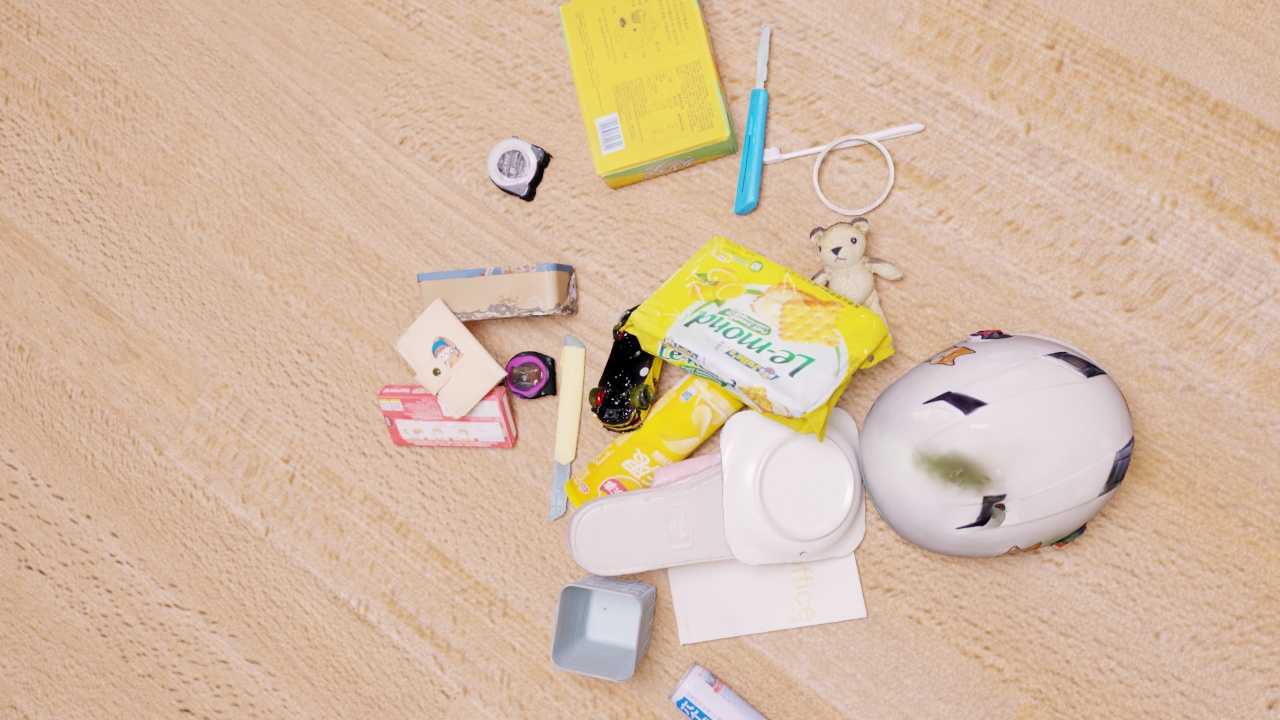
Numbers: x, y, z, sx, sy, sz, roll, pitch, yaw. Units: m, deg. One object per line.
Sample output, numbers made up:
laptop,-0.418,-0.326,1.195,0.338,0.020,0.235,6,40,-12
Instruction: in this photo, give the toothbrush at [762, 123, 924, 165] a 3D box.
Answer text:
toothbrush,0.222,-0.243,1.016,0.180,0.016,0.016,-9,79,13

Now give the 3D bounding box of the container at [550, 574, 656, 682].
container,-0.034,0.282,0.989,0.090,0.111,0.090,7,88,14

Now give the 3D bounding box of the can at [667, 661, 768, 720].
can,0.095,0.386,0.983,0.134,0.053,0.053,37,94,12

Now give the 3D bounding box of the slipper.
slipper,0.055,0.163,0.977,0.274,0.054,0.114,-13,94,-10

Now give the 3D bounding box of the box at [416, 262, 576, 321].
box,-0.169,-0.076,1.054,0.184,0.089,0.062,-1,92,11

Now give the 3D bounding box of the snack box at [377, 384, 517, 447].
snack box,-0.225,0.065,1.069,0.153,0.025,0.075,0,128,13

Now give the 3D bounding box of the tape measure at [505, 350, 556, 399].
tape measure,-0.128,0.017,1.064,0.058,0.039,0.057,-2,86,12

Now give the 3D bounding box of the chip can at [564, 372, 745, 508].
chip can,0.015,0.093,1.012,0.213,0.072,0.072,-43,79,6

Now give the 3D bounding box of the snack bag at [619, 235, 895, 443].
snack bag,0.121,-0.026,0.952,0.246,0.068,0.157,30,58,25

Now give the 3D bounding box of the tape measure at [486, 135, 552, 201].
tape measure,-0.147,-0.229,1.088,0.066,0.033,0.066,26,90,11

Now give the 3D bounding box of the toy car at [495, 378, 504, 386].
toy car,-0.205,0.022,1.079,0.091,0.043,0.036,0,86,13

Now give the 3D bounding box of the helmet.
helmet,0.352,0.083,0.893,0.274,0.156,0.230,-19,83,11

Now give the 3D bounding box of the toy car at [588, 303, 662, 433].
toy car,-0.006,0.006,1.017,0.071,0.041,0.155,-3,58,33

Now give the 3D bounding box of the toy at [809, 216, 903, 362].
toy,0.227,-0.072,0.979,0.105,0.066,0.157,-13,98,26

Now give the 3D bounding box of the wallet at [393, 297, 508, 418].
wallet,-0.215,0.001,1.018,0.087,0.024,0.115,-43,89,17

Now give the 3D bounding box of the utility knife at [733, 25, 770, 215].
utility knife,0.130,-0.273,1.032,0.018,0.034,0.218,9,86,-26

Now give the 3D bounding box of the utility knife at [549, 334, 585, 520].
utility knife,-0.087,0.077,1.062,0.031,0.022,0.216,4,81,13

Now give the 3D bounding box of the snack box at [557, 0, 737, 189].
snack box,0.009,-0.318,1.040,0.158,0.070,0.210,-15,83,11

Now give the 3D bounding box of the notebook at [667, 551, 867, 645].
notebook,0.131,0.225,1.007,0.206,0.010,0.145,-11,83,11

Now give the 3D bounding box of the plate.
plate,0.165,0.129,0.953,0.164,0.034,0.163,-3,87,-15

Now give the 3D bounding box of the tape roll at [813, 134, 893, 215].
tape roll,0.232,-0.203,1.002,0.086,0.014,0.086,2,99,11
